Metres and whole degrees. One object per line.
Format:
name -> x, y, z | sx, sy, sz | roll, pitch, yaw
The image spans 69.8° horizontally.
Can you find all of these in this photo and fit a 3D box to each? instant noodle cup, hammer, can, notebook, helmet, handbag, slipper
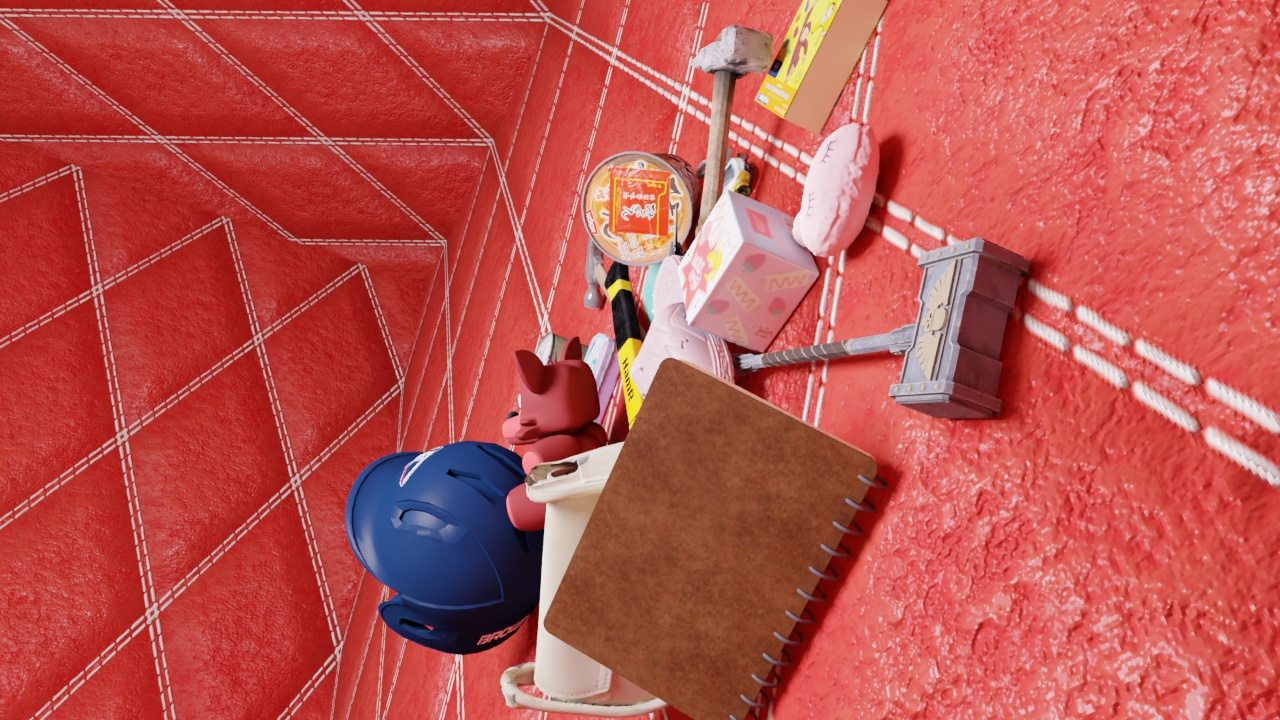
instant noodle cup -> 0.012, -0.181, 1.031 | 0.124, 0.123, 0.121 | -61, -5, 26
hammer -> 0.072, -0.168, 0.915 | 0.121, 0.049, 0.319 | -169, 85, -70
can -> -0.104, 0.015, 1.246 | 0.090, 0.074, 0.089 | -54, 24, 38
hammer -> -0.006, 0.006, 1.001 | 0.170, 0.034, 0.323 | -53, 34, 39
notebook -> 0.047, 0.131, 0.631 | 0.226, 0.167, 0.024 | -66, -12, 14
helmet -> -0.222, 0.197, 1.113 | 0.231, 0.272, 0.224 | -44, -19, -53
handbag -> -0.012, 0.163, 0.737 | 0.132, 0.184, 0.229 | -120, 36, -73
hammer -> -0.028, -0.066, 1.150 | 0.331, 0.030, 0.119 | -117, 27, -60
slipper -> 0.029, -0.009, 0.839 | 0.238, 0.064, 0.094 | -100, 24, -43
hammer -> 0.139, -0.007, 0.667 | 0.323, 0.044, 0.098 | -12, 61, 68

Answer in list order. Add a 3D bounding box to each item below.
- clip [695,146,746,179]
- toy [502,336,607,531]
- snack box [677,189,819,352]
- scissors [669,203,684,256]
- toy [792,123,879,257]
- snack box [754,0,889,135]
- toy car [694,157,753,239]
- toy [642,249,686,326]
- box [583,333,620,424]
clip -> 0.088, -0.214, 1.014 | 0.076, 0.044, 0.023 | -10, 61, 68
toy -> -0.095, 0.079, 1.027 | 0.121, 0.158, 0.197 | -7, 95, 26
snack box -> 0.090, -0.079, 0.805 | 0.095, 0.079, 0.092 | -59, 23, 33
scissors -> 0.038, -0.094, 0.970 | 0.138, 0.019, 0.136 | 62, -150, -80
toy -> 0.153, -0.132, 0.739 | 0.105, 0.053, 0.108 | 140, 145, -81
snack box -> 0.165, -0.285, 0.853 | 0.126, 0.040, 0.088 | -64, 21, 20
toy car -> 0.084, -0.166, 0.974 | 0.106, 0.033, 0.048 | -62, 23, 26
toy -> 0.032, -0.085, 1.043 | 0.105, 0.033, 0.085 | -56, 39, 42
box -> -0.074, 0.070, 1.175 | 0.214, 0.033, 0.076 | -70, 19, 3
